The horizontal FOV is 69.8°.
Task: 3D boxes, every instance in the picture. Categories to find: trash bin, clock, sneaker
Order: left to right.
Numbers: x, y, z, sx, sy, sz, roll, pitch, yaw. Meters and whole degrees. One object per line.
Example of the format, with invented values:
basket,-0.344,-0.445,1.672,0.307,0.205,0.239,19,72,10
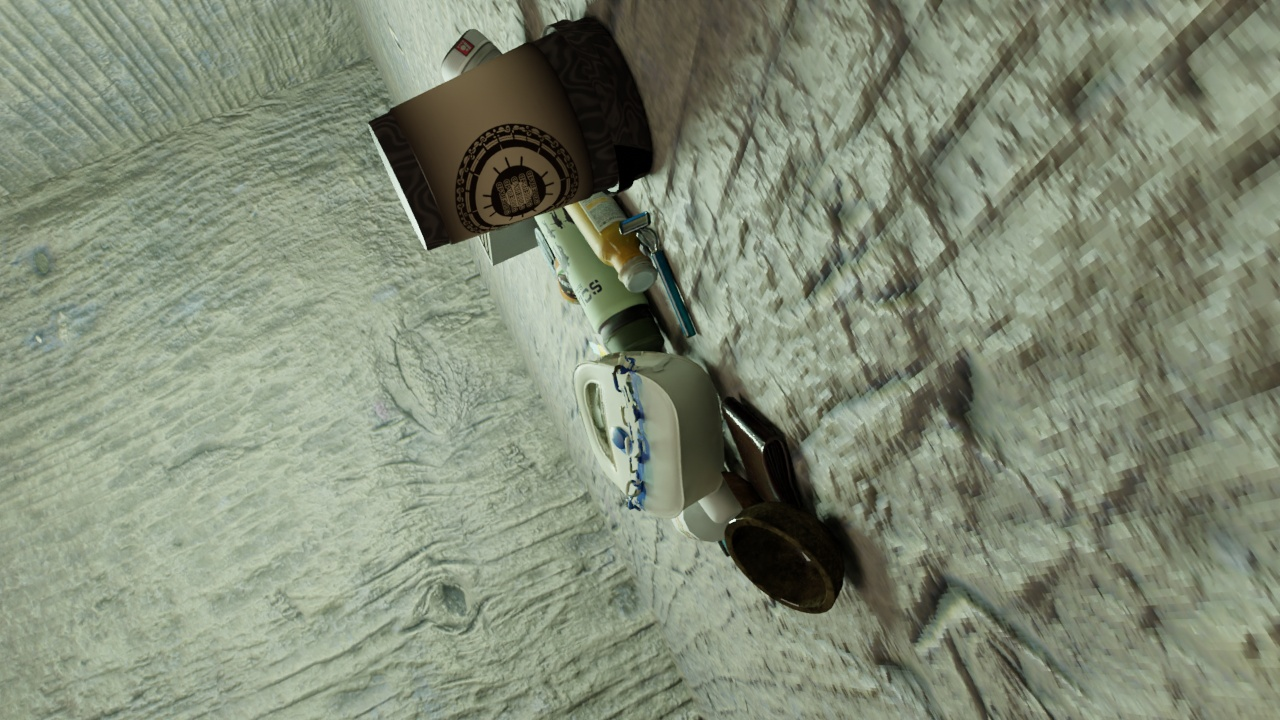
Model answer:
trash bin,-0.206,-0.251,1.431,0.114,0.114,0.229,63,169,7
sneaker,-0.154,-0.306,1.181,0.129,0.096,0.263,36,169,18
clock,-0.121,-0.161,1.398,0.090,0.052,0.130,60,167,21

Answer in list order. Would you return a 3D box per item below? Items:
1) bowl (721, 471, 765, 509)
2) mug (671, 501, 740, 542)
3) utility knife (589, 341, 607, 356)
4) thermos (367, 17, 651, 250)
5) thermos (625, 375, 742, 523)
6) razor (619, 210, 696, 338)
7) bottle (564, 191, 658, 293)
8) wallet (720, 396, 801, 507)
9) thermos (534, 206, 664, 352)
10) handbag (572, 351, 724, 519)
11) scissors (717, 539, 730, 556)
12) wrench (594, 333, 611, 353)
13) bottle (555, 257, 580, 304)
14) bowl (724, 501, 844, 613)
bowl,0.130,0.167,1.020,0.114,0.026,0.102,59,-179,7
mug,0.083,0.181,1.187,0.090,0.073,0.105,131,139,-78
utility knife,-0.046,-0.010,1.338,0.207,0.018,0.030,-162,57,-67
thermos,-0.126,-0.208,0.876,0.172,0.226,0.173,60,168,21
thermos,0.050,0.099,1.134,0.224,0.052,0.052,55,166,16
razor,0.026,-0.090,0.977,0.042,0.022,0.144,-14,108,42
bottle,-0.040,-0.152,1.049,0.186,0.053,0.053,57,167,32
wallet,0.123,0.106,0.931,0.099,0.031,0.120,49,163,59
thermos,-0.048,-0.102,1.143,0.231,0.082,0.082,61,168,15
handbag,-0.009,0.080,1.069,0.200,0.092,0.201,11,118,41
scissors,0.103,0.212,1.276,0.148,0.019,0.132,-125,17,-45
wrench,-0.004,0.048,1.229,0.087,0.018,0.273,-8,104,66
bottle,-0.091,-0.142,1.287,0.059,0.059,0.167,60,167,25
bowl,0.146,0.178,0.877,0.121,0.056,0.121,30,145,24
